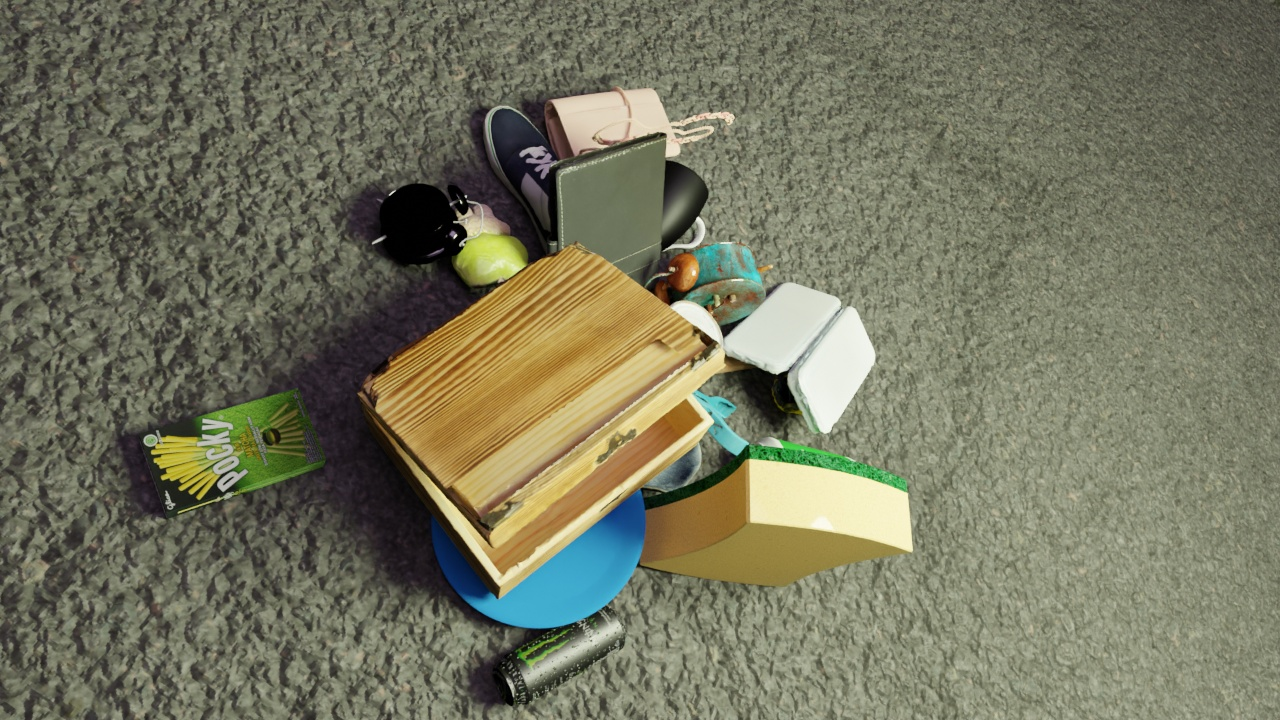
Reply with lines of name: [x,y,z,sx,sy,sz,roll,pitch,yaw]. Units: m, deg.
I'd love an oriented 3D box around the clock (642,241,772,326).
clock: [0.078,-0.087,1.140,0.157,0.122,0.073,-3,65,-20]

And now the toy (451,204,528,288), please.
toy: [-0.182,-0.135,1.079,0.092,0.046,0.115,-13,66,-27]

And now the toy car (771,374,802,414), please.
toy car: [0.215,0.050,1.196,0.106,0.030,0.049,15,64,-23]

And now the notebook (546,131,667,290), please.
notebook: [-0.038,-0.150,1.075,0.169,0.209,0.029,-26,42,-32]

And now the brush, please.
brush: [0.136,0.173,0.971,0.195,0.251,0.075,14,62,-24]

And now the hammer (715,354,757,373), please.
hammer: [0.041,0.008,1.126,0.327,0.052,0.098,-5,70,-31]

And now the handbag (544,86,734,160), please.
handbag: [-0.007,-0.317,1.158,0.198,0.188,0.116,-15,81,-26]

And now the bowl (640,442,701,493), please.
bowl: [0.010,0.107,1.057,0.110,0.055,0.110,11,62,-22]

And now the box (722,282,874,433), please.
box: [0.217,-0.018,1.182,0.186,0.084,0.210,47,44,4]

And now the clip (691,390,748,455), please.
clip: [0.087,0.061,1.106,0.121,0.033,0.119,46,24,9]

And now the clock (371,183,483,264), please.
clock: [-0.239,-0.158,1.038,0.120,0.043,0.091,-1,61,-2]

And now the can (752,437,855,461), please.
can: [0.195,0.148,1.108,0.139,0.088,0.087,15,62,-19]

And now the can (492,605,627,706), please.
can: [-0.079,0.297,0.930,0.137,0.054,0.054,-21,78,-31]

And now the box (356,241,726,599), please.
box: [-0.104,0.033,0.900,0.278,0.221,0.258,-36,77,-19]

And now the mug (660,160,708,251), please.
mug: [0.038,-0.183,1.194,0.119,0.085,0.100,46,66,-37]

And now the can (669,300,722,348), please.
can: [0.053,-0.025,1.091,0.086,0.043,0.086,20,53,-28]

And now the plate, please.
plate: [-0.107,0.170,0.974,0.224,0.024,0.224,3,66,-7]

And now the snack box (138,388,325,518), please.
snack box: [-0.393,0.088,0.890,0.147,0.025,0.080,-19,77,-31]

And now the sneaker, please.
sneaker: [-0.116,-0.226,1.130,0.084,0.079,0.235,-24,79,-31]
